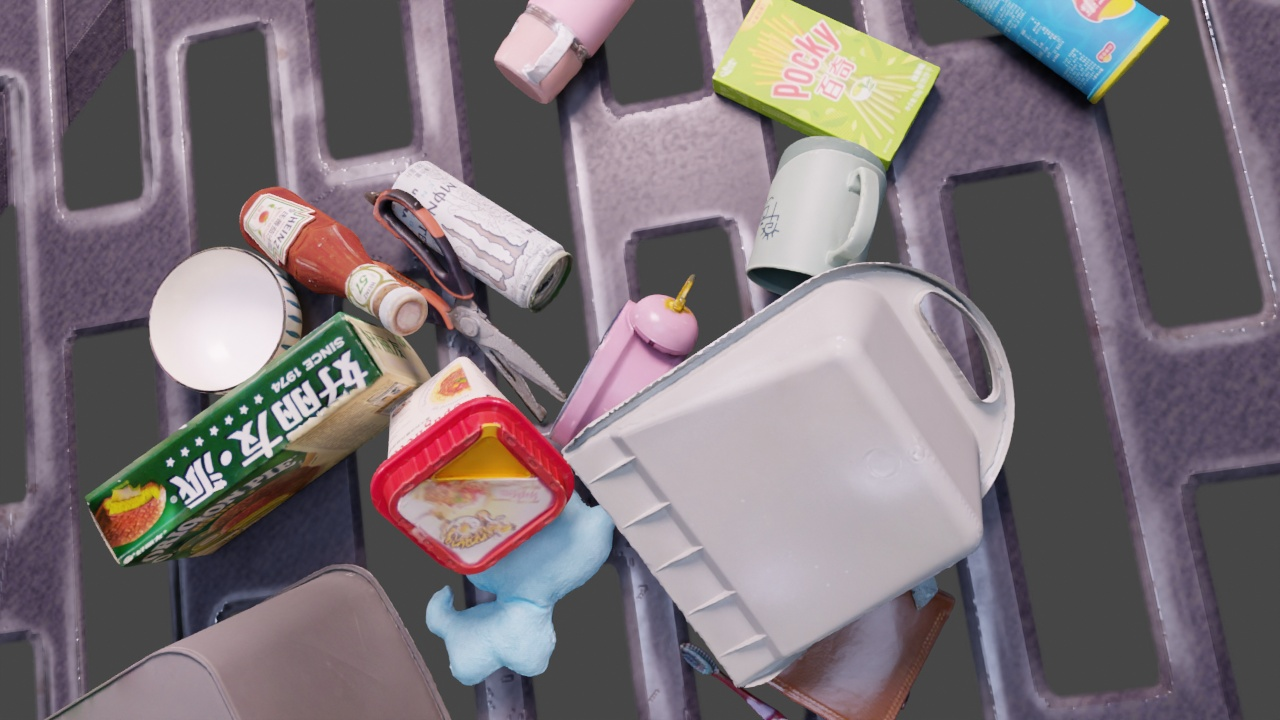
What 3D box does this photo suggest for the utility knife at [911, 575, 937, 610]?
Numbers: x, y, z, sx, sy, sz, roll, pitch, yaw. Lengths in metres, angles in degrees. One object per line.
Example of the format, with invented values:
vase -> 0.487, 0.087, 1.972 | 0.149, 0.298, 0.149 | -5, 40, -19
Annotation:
utility knife -> 0.179, 0.074, 0.678 | 0.033, 0.015, 0.218 | -14, 75, 2

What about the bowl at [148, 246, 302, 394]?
bowl -> -0.325, -0.028, 0.743 | 0.116, 0.066, 0.116 | -1, 81, 8

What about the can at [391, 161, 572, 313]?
can -> -0.128, -0.099, 0.729 | 0.147, 0.058, 0.058 | 33, 88, 11

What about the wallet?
wallet -> 0.156, 0.202, 0.666 | 0.101, 0.032, 0.124 | 28, 88, 7

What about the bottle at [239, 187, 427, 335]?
bottle -> -0.236, -0.075, 0.705 | 0.206, 0.059, 0.059 | 31, 87, 34

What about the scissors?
scissors -> -0.150, -0.038, 0.725 | 0.214, 0.015, 0.197 | 6, 117, 28

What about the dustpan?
dustpan -> 0.126, 0.061, 0.633 | 0.258, 0.142, 0.222 | -31, 101, 26

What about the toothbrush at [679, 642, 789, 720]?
toothbrush -> 0.105, 0.267, 0.670 | 0.187, 0.017, 0.016 | 36, 89, 11

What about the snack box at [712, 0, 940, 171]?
snack box -> 0.144, -0.221, 0.723 | 0.156, 0.026, 0.085 | 29, 87, 11

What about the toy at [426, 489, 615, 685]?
toy -> -0.090, 0.159, 0.695 | 0.161, 0.050, 0.156 | -11, 77, 12

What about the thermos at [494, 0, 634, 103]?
thermos -> -0.035, -0.298, 0.729 | 0.067, 0.087, 0.198 | 39, 87, -23

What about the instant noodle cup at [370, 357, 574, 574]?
instant noodle cup -> -0.126, 0.069, 0.665 | 0.116, 0.124, 0.116 | -37, 124, 2

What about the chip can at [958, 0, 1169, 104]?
chip can -> 0.283, -0.285, 0.689 | 0.210, 0.071, 0.071 | 43, 90, 11

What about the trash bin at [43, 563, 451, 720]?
trash bin -> -0.270, 0.269, 0.621 | 0.199, 0.219, 0.199 | -32, 81, 3

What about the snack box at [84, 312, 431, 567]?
snack box -> -0.282, 0.063, 0.701 | 0.240, 0.114, 0.063 | -35, 80, 3

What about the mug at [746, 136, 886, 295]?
mug -> 0.136, -0.104, 0.666 | 0.082, 0.112, 0.106 | 20, 83, -17

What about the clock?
clock -> -0.004, 0.004, 0.671 | 0.060, 0.117, 0.158 | 29, 90, 0
